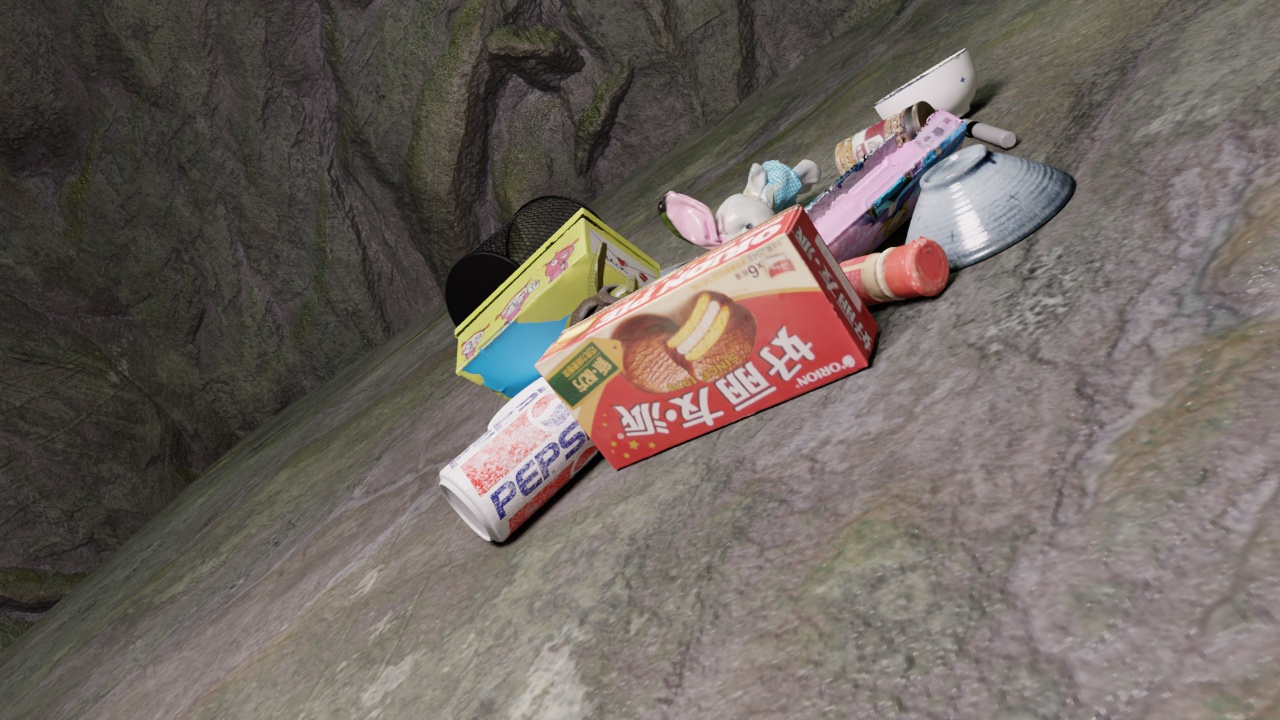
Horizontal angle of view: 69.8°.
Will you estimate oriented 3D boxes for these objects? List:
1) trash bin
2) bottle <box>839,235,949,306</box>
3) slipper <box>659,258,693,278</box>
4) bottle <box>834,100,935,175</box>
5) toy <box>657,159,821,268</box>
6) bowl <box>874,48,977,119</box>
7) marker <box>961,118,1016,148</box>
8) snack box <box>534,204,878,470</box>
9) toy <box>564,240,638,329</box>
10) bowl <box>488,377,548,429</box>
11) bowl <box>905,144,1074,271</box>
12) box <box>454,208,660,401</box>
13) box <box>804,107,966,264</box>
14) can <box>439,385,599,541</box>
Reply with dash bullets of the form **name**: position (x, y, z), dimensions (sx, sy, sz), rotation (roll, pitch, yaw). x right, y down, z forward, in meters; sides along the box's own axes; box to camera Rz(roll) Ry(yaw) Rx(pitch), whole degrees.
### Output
- **trash bin**: position (-0.156, -0.114, 1.283), dimensions (0.185, 0.184, 0.209), rotation (-26, 12, 31)
- **bottle**: position (0.179, -0.062, 0.694), dimensions (0.044, 0.044, 0.109), rotation (-43, 16, -27)
- **slipper**: position (-0.056, -0.077, 1.143), dimensions (0.268, 0.054, 0.098), rotation (-26, -6, -5)
- **bottle**: position (0.271, -0.234, 1.001), dimensions (0.105, 0.056, 0.056), rotation (-21, 21, 44)
- **toy**: position (0.137, -0.164, 1.064), dimensions (0.205, 0.131, 0.105), rotation (-31, 44, -17)
- **bowl**: position (0.328, -0.293, 1.030), dimensions (0.113, 0.063, 0.113), rotation (-32, 7, 4)
- **marker**: position (0.337, -0.222, 0.896), dimensions (0.016, 0.016, 0.140), rotation (-32, 15, 13)
- **snack box**: position (0.044, -0.010, 0.690), dimensions (0.237, 0.113, 0.060), rotation (-26, 18, 32)
- **toy**: position (-0.025, -0.011, 0.838), dimensions (0.078, 0.179, 0.153), rotation (4, 13, -17)
- **bowl**: position (-0.102, 0.054, 0.958), dimensions (0.110, 0.040, 0.109), rotation (-33, 14, 9)
- **bowl**: position (0.252, -0.127, 0.706), dimensions (0.137, 0.057, 0.137), rotation (-33, 15, 10)
- **box**: position (-0.092, -0.046, 0.999), dimensions (0.222, 0.124, 0.080), rotation (-39, 37, 30)
- **box**: position (0.192, -0.131, 0.800), dimensions (0.230, 0.053, 0.085), rotation (-41, -24, -20)
- **can**: position (-0.098, 0.084, 0.781), dimensions (0.136, 0.078, 0.078), rotation (-42, 16, -23)
